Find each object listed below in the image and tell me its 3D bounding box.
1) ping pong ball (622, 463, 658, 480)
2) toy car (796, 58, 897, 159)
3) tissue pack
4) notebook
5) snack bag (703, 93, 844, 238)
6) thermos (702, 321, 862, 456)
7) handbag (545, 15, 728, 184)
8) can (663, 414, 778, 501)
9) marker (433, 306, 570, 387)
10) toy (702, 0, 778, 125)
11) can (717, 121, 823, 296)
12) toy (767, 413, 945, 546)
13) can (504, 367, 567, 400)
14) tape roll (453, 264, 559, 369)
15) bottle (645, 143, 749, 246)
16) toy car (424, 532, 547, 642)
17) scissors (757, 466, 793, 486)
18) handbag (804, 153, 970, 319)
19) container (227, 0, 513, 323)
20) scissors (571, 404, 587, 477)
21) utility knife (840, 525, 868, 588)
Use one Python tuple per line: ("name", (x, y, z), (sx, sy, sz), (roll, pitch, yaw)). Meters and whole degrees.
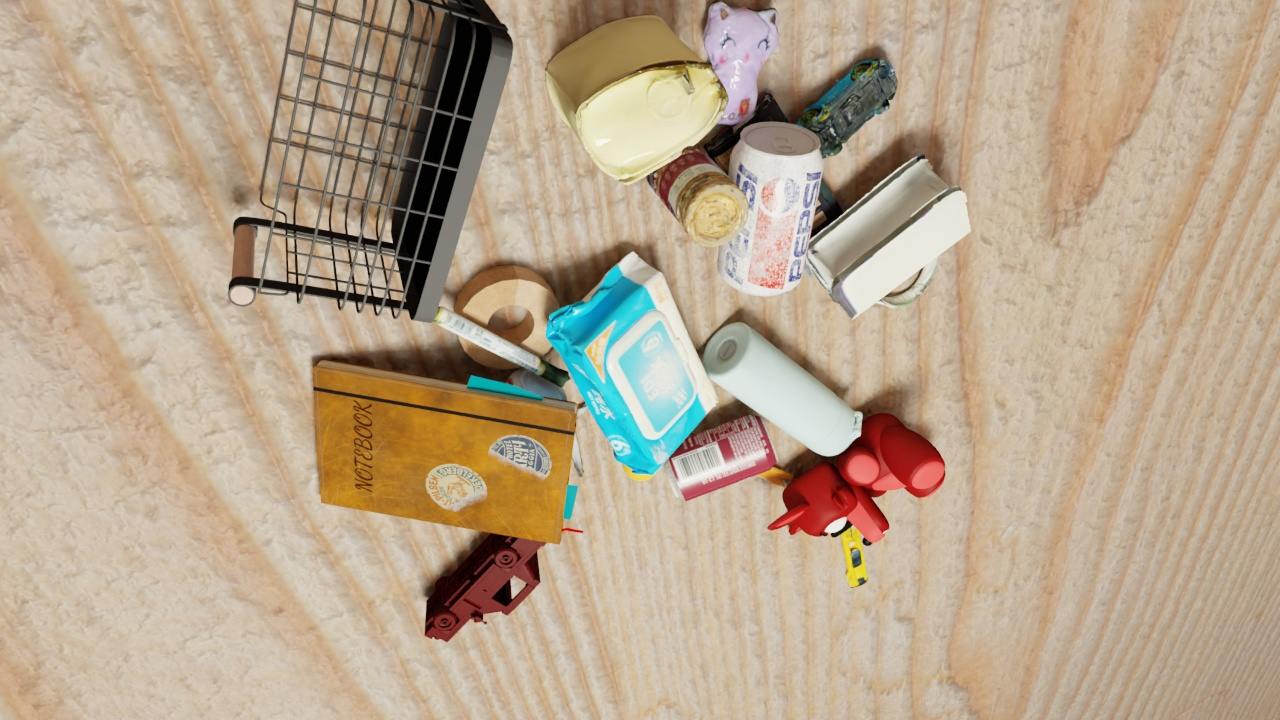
("ping pong ball", (0.000, 0.107, 0.968), (0.040, 0.040, 0.040), (-11, 127, -15))
("toy car", (0.179, -0.222, 0.810), (0.105, 0.032, 0.048), (-42, 128, 0))
("tissue pack", (-0.005, 0.005, 0.860), (0.116, 0.066, 0.209), (-45, 130, -22))
("notebook", (-0.171, 0.082, 0.836), (0.249, 0.014, 0.179), (10, 123, 1))
("snack bag", (0.125, -0.164, 0.838), (0.075, 0.018, 0.155), (-37, 128, 8))
("thermos", (0.153, 0.036, 0.962), (0.078, 0.065, 0.206), (-17, 141, 40))
("handbag", (-0.004, -0.201, 0.697), (0.111, 0.119, 0.081), (-30, 127, 1))
("can", (0.083, 0.103, 0.975), (0.114, 0.063, 0.063), (-21, 129, 3))
("marker", (-0.122, -0.012, 0.813), (0.146, 0.017, 0.017), (30, 109, -35))
("toy", (0.068, -0.241, 0.751), (0.080, 0.036, 0.100), (1, 124, -17))
("can", (0.112, -0.130, 0.797), (0.078, 0.078, 0.136), (-9, 130, -16))
("toy", (0.245, 0.149, 1.048), (0.197, 0.120, 0.158), (-36, 161, 9))
("can", (-0.120, 0.061, 0.866), (0.064, 0.064, 0.105), (24, 122, -33))
("tape roll", (-0.119, -0.038, 0.826), (0.094, 0.027, 0.094), (-10, 127, -15))
("bottle", (0.046, -0.143, 0.767), (0.056, 0.105, 0.056), (-10, 127, -15))
("toy car", (-0.157, 0.229, 0.974), (0.062, 0.070, 0.170), (37, 105, -24))
("scissors", (0.125, 0.126, 1.049), (0.074, 0.012, 0.131), (-45, 126, 14))
("handbag", (0.246, -0.106, 0.908), (0.151, 0.074, 0.176), (-39, 148, 9))
("container", (-0.192, -0.157, 0.626), (0.130, 0.162, 0.242), (9, 120, -27))
("scissors", (-0.061, 0.053, 0.923), (0.171, 0.014, 0.141), (-34, 126, 2))
("utility knife", (0.274, 0.242, 1.191), (0.030, 0.017, 0.175), (-29, 127, -12))
